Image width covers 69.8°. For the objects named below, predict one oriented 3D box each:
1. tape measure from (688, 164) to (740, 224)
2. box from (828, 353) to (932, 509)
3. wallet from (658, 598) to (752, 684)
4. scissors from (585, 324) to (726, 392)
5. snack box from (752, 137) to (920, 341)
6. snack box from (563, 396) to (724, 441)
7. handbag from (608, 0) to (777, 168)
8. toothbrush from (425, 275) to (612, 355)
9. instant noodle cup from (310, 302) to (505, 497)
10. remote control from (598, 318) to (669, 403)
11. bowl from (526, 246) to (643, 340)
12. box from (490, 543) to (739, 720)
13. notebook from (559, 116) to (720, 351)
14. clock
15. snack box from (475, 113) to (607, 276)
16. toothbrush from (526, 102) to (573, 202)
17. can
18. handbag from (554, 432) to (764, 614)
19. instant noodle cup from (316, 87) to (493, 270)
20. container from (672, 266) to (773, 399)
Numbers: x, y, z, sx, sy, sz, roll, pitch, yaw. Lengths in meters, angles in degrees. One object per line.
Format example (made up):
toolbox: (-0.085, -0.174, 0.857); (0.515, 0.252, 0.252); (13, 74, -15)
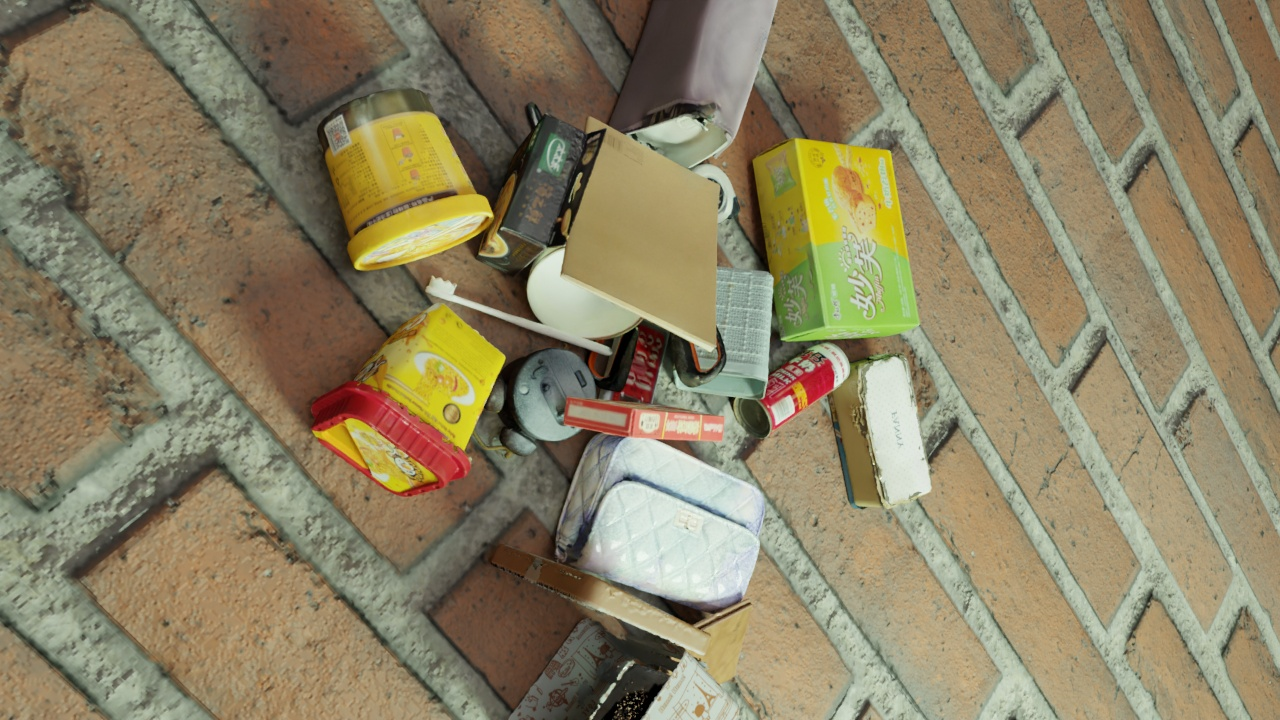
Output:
tape measure: (0.065, -0.169, 0.949); (0.065, 0.034, 0.066); (-28, 103, -33)
box: (0.273, 0.087, 1.046); (0.089, 0.060, 0.184); (-11, 94, -32)
wallet: (0.058, 0.285, 0.879); (0.101, 0.020, 0.115); (-18, 134, -32)
scissors: (0.009, -0.065, 0.876); (0.211, 0.021, 0.221); (-36, 64, 4)
snack box: (0.216, -0.130, 1.007); (0.157, 0.070, 0.210); (-3, 82, -36)
snack box: (0.007, 0.053, 0.822); (0.152, 0.075, 0.025); (9, 89, -55)
handbag: (0.059, -0.290, 0.891); (0.098, 0.145, 0.196); (24, 74, -26)
toothbrush: (-0.105, -0.038, 0.825); (0.180, 0.016, 0.016); (20, 98, -21)
instant noodle cup: (-0.179, 0.029, 0.738); (0.116, 0.116, 0.123); (42, 54, -22)
remote control: (-0.005, 0.005, 0.898); (0.056, 0.020, 0.135); (22, 75, -28)
bowl: (-0.045, -0.079, 0.840); (0.113, 0.114, 0.062); (31, 35, -26)
box: (-0.048, 0.250, 0.753); (0.193, 0.183, 0.156); (47, 63, -20)
notebook: (0.006, -0.119, 0.812); (0.149, 0.012, 0.211); (25, 46, -22)
clock: (-0.096, 0.037, 0.817); (0.121, 0.055, 0.082); (-32, 104, -29)
snack box: (-0.089, -0.142, 0.792); (0.053, 0.126, 0.113); (22, 74, -17)
toothbrush: (-0.068, -0.161, 0.876); (0.015, 0.018, 0.181); (-28, 99, -28)
can: (0.164, 0.030, 0.982); (0.132, 0.053, 0.053); (-30, 102, -31)
handbag: (0.024, 0.154, 0.869); (0.193, 0.076, 0.134); (25, 78, -27)
instant noodle cup: (-0.195, -0.146, 0.739); (0.118, 0.119, 0.114); (-23, 91, -32)
container: (0.085, -0.029, 0.904); (0.090, 0.090, 0.111); (8, 76, 7)
